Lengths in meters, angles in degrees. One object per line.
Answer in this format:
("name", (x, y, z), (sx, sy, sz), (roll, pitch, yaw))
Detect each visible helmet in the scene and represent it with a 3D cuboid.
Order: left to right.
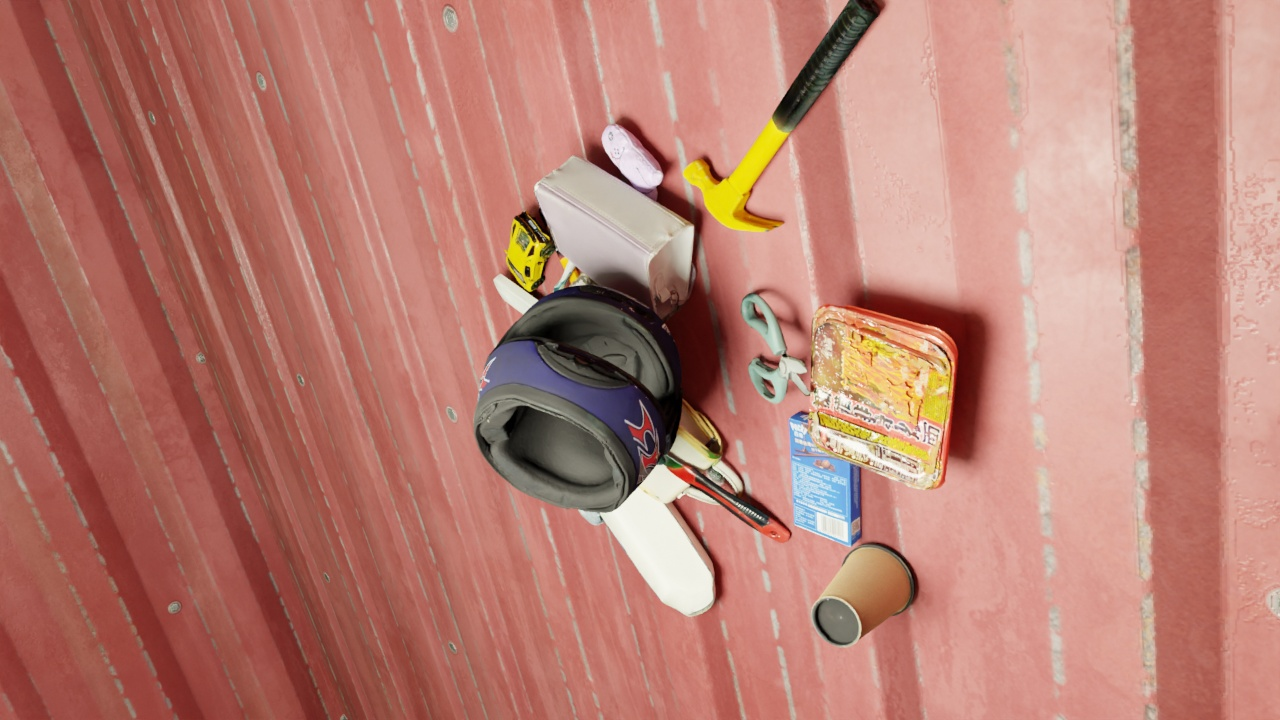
("helmet", (-0.064, 0.027, 1.095), (0.247, 0.239, 0.316), (21, 153, 3))

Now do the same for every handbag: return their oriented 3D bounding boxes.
("handbag", (-0.028, -0.152, 1.159), (0.197, 0.098, 0.145), (37, 151, 26))
("handbag", (0.060, 0.141, 1.282), (0.179, 0.063, 0.164), (40, 139, 2))

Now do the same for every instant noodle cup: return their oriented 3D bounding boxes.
("instant noodle cup", (0.260, 0.028, 0.966), (0.165, 0.078, 0.189), (21, 128, 38))

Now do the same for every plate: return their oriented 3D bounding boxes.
("plate", (0.027, 0.265, 1.400), (0.265, 0.034, 0.162), (54, 140, 10))

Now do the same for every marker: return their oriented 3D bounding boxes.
("marker", (-0.116, -0.164, 1.316), (0.018, 0.015, 0.124), (-26, 89, 48))

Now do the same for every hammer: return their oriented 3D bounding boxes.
("hammer", (0.150, -0.249, 0.958), (0.129, 0.032, 0.302), (51, 140, 13))

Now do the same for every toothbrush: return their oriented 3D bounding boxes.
("toothbrush", (-0.117, -0.109, 1.313), (0.018, 0.016, 0.192), (48, 124, 23))

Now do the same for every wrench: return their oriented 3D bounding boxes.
("wrench", (0.080, 0.169, 1.239), (0.273, 0.016, 0.056), (29, 138, 9))

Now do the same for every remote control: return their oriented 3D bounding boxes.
("remote control", (-0.171, -0.084, 1.405), (0.135, 0.019, 0.056), (35, 161, 29))

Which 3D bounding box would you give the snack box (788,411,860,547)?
("snack box", (0.225, 0.144, 1.116), (0.085, 0.026, 0.157), (17, 124, 41))

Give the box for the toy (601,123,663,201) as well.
("toy", (-0.009, -0.245, 1.131), (0.108, 0.038, 0.084), (49, 161, 12))

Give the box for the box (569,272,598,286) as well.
("box", (-0.084, -0.046, 1.293), (0.185, 0.062, 0.089), (-44, 56, 51))

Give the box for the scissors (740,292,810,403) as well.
("scissors", (0.152, -0.018, 1.056), (0.177, 0.019, 0.169), (179, 77, -78))

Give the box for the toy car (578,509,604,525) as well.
("toy car", (-0.089, 0.216, 1.497), (0.054, 0.036, 0.121), (10, 123, 44))

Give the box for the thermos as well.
("thermos", (0.259, 0.277, 1.077), (0.093, 0.143, 0.093), (12, 110, 35))

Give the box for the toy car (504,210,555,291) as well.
("toy car", (-0.167, -0.154, 1.346), (0.071, 0.041, 0.156), (52, 151, 15))
